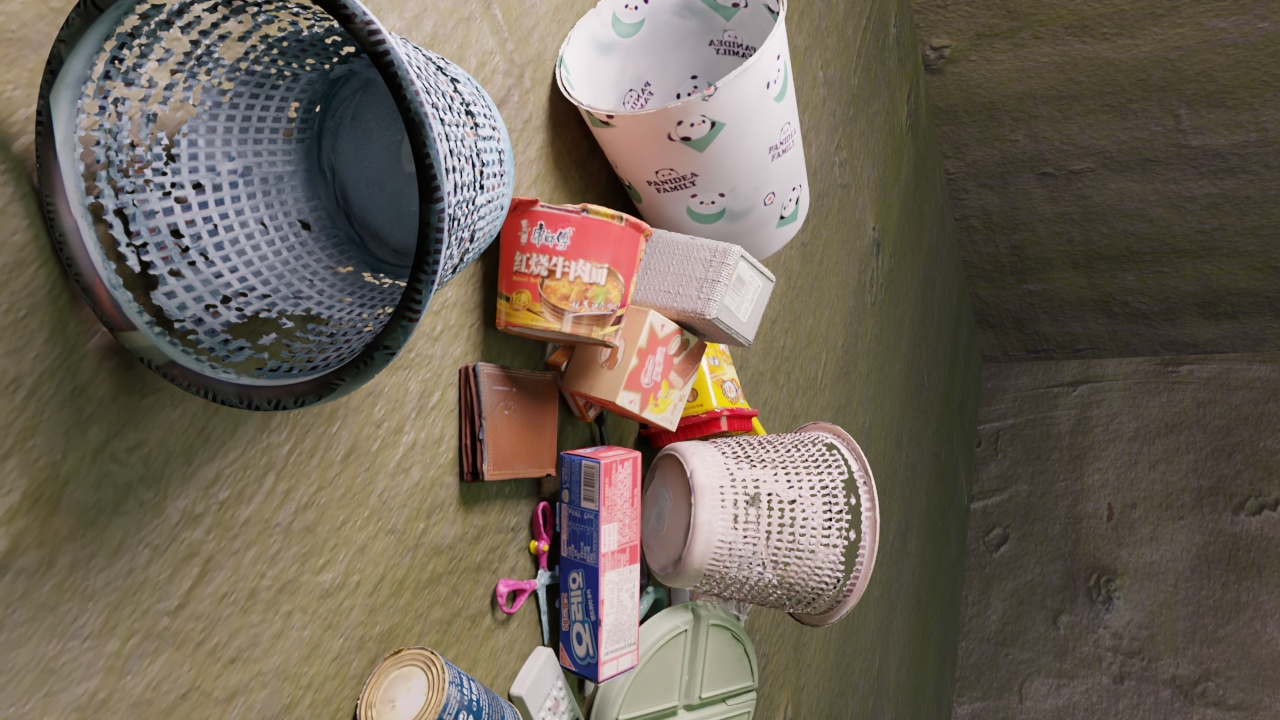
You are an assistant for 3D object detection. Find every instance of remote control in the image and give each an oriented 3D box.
[{"bbox_3d":[-0.076,0.335,0.845,0.058,0.021,0.150,-54,132,-49],"label":"remote control"}]

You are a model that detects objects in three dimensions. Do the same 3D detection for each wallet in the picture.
[{"bbox_3d":[-0.110,0.054,0.800,0.124,0.032,0.101,10,76,-62],"label":"wallet"}]

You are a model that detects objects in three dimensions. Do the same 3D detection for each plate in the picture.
[{"bbox_3d":[0.044,0.367,0.964,0.229,0.027,0.230,-7,101,-37],"label":"plate"}]

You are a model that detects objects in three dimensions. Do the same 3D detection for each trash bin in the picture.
[{"bbox_3d":[0.112,0.170,0.995,0.192,0.228,0.227,8,78,-23],"label":"trash bin"},{"bbox_3d":[0.065,-0.241,0.965,0.252,0.230,0.229,61,38,-48],"label":"trash bin"},{"bbox_3d":[-0.176,-0.105,0.530,0.194,0.227,0.227,-46,128,-69],"label":"trash bin"}]

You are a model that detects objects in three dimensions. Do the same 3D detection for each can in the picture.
[{"bbox_3d":[-0.144,0.263,0.668,0.111,0.075,0.075,56,41,-43],"label":"can"}]

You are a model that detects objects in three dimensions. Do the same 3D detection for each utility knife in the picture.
[{"bbox_3d":[0.159,0.112,1.170,0.230,0.015,0.033,-115,-148,-57],"label":"utility knife"}]

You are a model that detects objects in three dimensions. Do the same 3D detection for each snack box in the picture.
[{"bbox_3d":[-0.005,0.005,0.867,0.094,0.077,0.092,29,79,-46],"label":"snack box"},{"bbox_3d":[-0.026,-0.017,0.919,0.153,0.026,0.075,-47,131,-28],"label":"snack box"},{"bbox_3d":[-0.038,0.185,0.841,0.058,0.057,0.207,-5,98,-48],"label":"snack box"}]

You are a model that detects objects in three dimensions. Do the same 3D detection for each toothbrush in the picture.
[{"bbox_3d":[-0.024,0.140,0.957,0.027,0.026,0.213,-80,158,-74],"label":"toothbrush"}]

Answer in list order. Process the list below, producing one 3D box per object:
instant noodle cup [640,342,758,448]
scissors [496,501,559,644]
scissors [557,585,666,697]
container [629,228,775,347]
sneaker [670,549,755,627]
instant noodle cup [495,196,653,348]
[{"bbox_3d":[0.059,0.030,1.044,0.116,0.116,0.123,7,70,-61],"label":"instant noodle cup"},{"bbox_3d":[-0.093,0.198,0.835,0.136,0.017,0.133,-20,109,-65],"label":"scissors"},{"bbox_3d":[-0.029,0.238,0.915,0.174,0.019,0.170,-16,108,-48],"label":"scissors"},{"bbox_3d":[0.057,-0.067,0.886,0.090,0.114,0.090,29,79,-47],"label":"container"},{"bbox_3d":[0.090,0.282,1.088,0.089,0.091,0.242,28,62,-59],"label":"sneaker"},{"bbox_3d":[-0.064,-0.071,0.799,0.137,0.138,0.108,14,84,-61],"label":"instant noodle cup"}]
